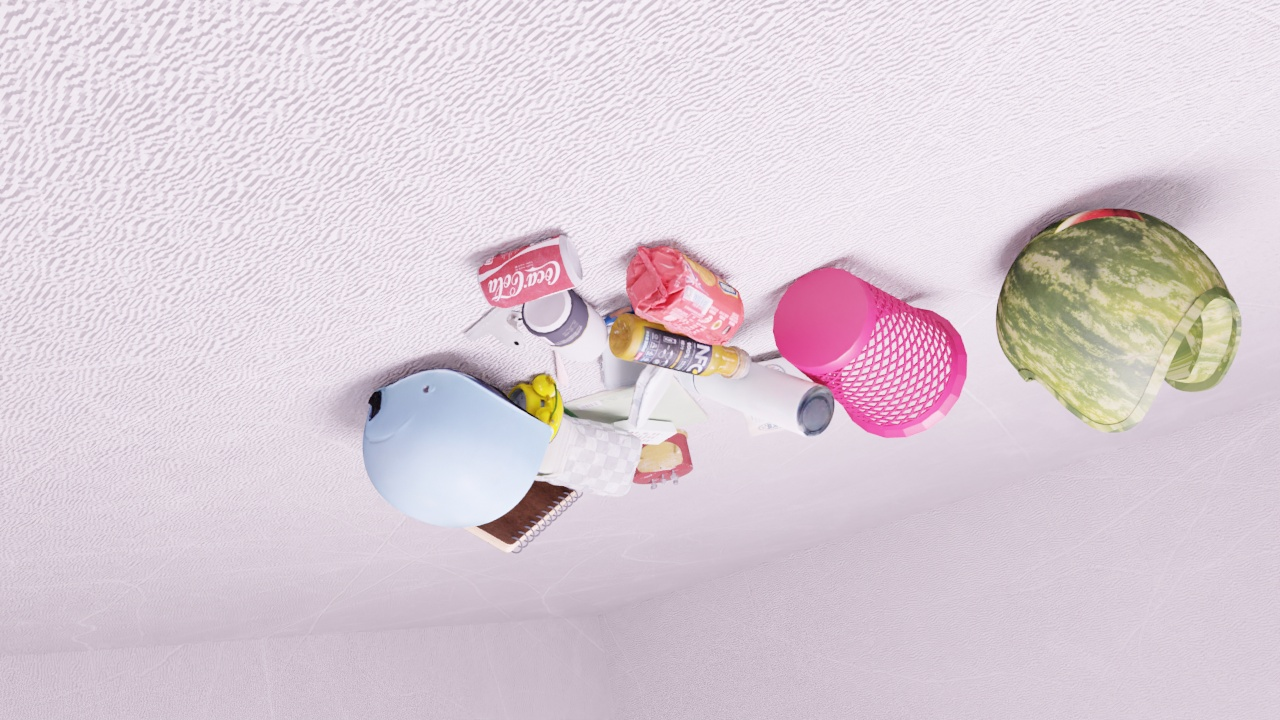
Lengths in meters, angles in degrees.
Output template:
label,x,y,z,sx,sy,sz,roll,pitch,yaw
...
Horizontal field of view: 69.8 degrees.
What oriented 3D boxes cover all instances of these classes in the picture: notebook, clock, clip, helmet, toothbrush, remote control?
label,x,y,z,sx,sy,sz,roll,pitch,yaw
notebook,-0.005,0.082,1.452,0.182,0.010,0.252,-17,158,12
clock,0.036,0.185,1.630,0.117,0.081,0.159,-12,159,0
notebook,-0.197,0.194,1.334,0.225,0.167,0.024,-34,148,-64
clip,-0.154,-0.038,1.048,0.054,0.038,0.102,20,145,-33
clock,-0.139,0.067,1.246,0.057,0.083,0.119,12,151,-34
helmet,-0.251,0.121,1.164,0.266,0.166,0.225,-11,140,46
toothbrush,-0.025,-0.053,1.101,0.135,0.017,0.021,-20,161,13
remote control,-0.006,0.112,1.472,0.143,0.024,0.050,8,147,-42
toothbrush,-0.106,0.001,1.191,0.015,0.018,0.181,-10,161,-4
helmet,0.548,-0.059,1.087,0.212,0.247,0.244,-20,123,-25

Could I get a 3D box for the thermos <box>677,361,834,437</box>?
label,x,y,z,sx,sy,sz,roll,pitch,yaw
thermos,0.142,0.036,1.172,0.067,0.068,0.230,5,-171,-37

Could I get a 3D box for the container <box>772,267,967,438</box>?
label,x,y,z,sx,sy,sz,roll,pitch,yaw
container,0.279,-0.018,1.158,0.184,0.183,0.225,-26,147,31

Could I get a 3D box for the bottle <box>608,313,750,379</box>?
label,x,y,z,sx,sy,sz,roll,pitch,yaw
bottle,0.052,-0.011,1.091,0.186,0.053,0.053,13,148,-35

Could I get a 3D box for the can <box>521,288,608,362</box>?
label,x,y,z,sx,sy,sz,roll,pitch,yaw
can,-0.081,-0.040,1.032,0.064,0.064,0.127,-18,158,14

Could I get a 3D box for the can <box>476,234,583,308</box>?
label,x,y,z,sx,sy,sz,roll,pitch,yaw
can,-0.110,-0.087,0.914,0.097,0.054,0.054,-16,158,10

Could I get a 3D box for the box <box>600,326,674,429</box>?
label,x,y,z,sx,sy,sz,roll,pitch,yaw
box,-0.010,0.001,1.222,0.107,0.110,0.217,-51,172,-20

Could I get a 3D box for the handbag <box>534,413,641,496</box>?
label,x,y,z,sx,sy,sz,roll,pitch,yaw
handbag,-0.092,0.138,1.373,0.171,0.112,0.123,18,175,-23

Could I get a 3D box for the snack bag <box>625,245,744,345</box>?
label,x,y,z,sx,sy,sz,roll,pitch,yaw
snack bag,0.051,-0.067,1.012,0.082,0.082,0.176,-23,155,26

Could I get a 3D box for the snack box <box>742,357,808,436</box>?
label,x,y,z,sx,sy,sz,roll,pitch,yaw
snack box,0.205,0.057,1.402,0.104,0.057,0.208,-12,160,8
